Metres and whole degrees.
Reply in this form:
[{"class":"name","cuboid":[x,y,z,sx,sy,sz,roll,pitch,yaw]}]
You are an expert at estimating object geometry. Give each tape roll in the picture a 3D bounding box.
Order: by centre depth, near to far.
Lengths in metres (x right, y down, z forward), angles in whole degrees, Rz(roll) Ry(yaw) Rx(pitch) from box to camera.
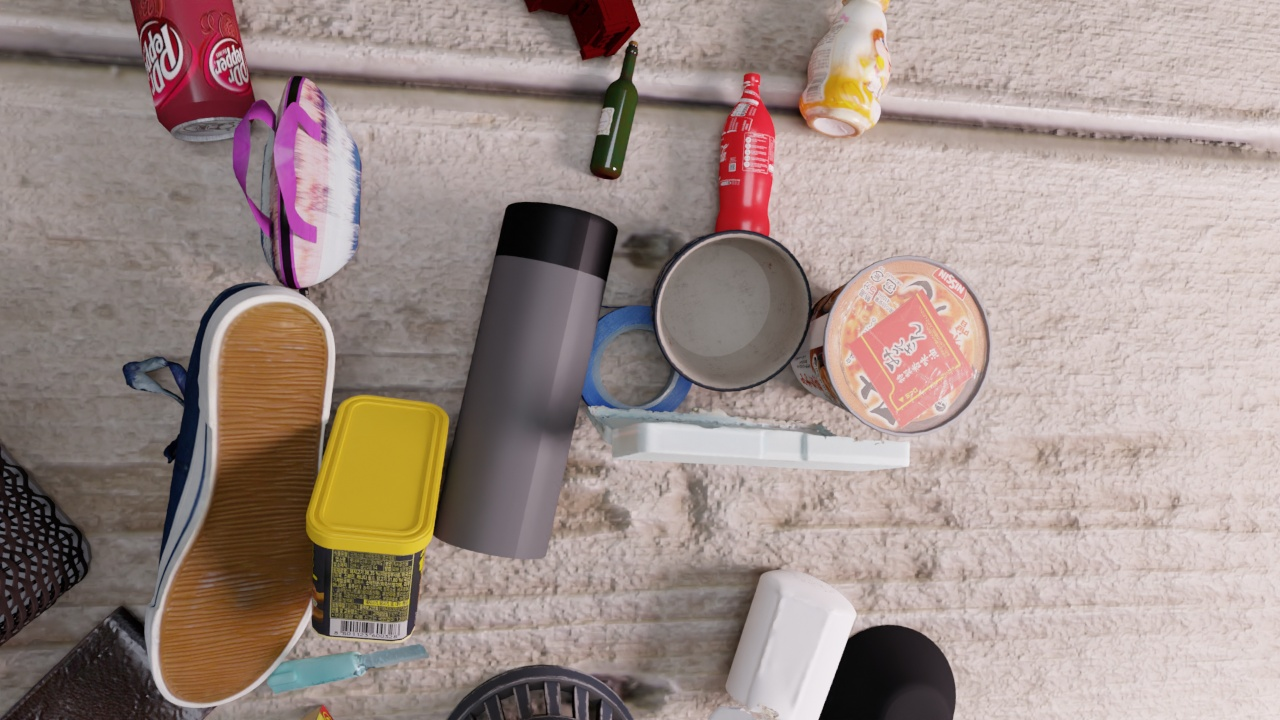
[{"class":"tape roll","cuboid":[-0.004,0.004,0.704,0.091,0.016,0.093,8,89,-11]}]

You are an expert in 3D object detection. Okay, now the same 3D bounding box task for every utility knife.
[{"class":"utility knife","cuboid":[-0.201,0.206,0.616,0.169,0.015,0.022,-20,86,34]}]

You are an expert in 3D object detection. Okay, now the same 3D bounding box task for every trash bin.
[{"class":"trash bin","cuboid":[-0.057,0.315,0.588,0.164,0.227,0.164,0,90,-11]}]

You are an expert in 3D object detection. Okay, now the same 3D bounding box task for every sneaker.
[{"class":"sneaker","cuboid":[-0.287,0.085,0.628,0.120,0.127,0.295,5,100,-37]}]

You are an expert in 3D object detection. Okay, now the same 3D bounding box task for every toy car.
[{"class":"toy car","cuboid":[-0.060,-0.307,0.664,0.061,0.070,0.170,-22,94,-22]}]

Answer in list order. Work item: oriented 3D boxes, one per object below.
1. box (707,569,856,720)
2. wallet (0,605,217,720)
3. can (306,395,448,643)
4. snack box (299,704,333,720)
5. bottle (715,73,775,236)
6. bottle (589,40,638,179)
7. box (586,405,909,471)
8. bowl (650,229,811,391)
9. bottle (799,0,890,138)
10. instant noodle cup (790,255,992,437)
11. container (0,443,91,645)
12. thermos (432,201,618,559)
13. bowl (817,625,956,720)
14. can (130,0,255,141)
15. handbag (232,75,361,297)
[{"class":"box","cuboid":[0.102,0.241,0.690,0.081,0.092,0.161,19,89,9]},{"class":"wallet","cuboid":[-0.370,0.247,0.632,0.120,0.031,0.099,-44,94,-6]},{"class":"can","cuboid":[-0.172,0.104,0.602,0.072,0.130,0.101,8,125,-11]},{"class":"snack box","cuboid":[-0.214,0.299,0.611,0.040,0.126,0.088,-32,96,-9]},{"class":"bottle","cuboid":[0.082,-0.149,0.706,0.042,0.042,0.141,4,90,-11]},{"class":"bottle","cuboid":[-0.016,-0.191,0.696,0.025,0.025,0.106,13,88,-10]},{"class":"box","cuboid":[0.071,0.057,0.645,0.197,0.136,0.043,6,90,-19]},{"class":"bowl","cuboid":[0.060,-0.040,0.671,0.115,0.059,0.115,-3,104,-11]},{"class":"bottle","cuboid":[0.163,-0.231,0.712,0.063,0.063,0.109,15,87,-10]},{"class":"instant noodle cup","cuboid":[0.172,-0.010,0.683,0.123,0.122,0.123,0,90,-11]},{"class":"container","cuboid":[-0.502,0.123,0.497,0.247,0.244,0.245,-40,97,-8]},{"class":"thermos","cuboid":[-0.081,0.013,0.656,0.082,0.082,0.240,13,88,-10]},{"class":"bowl","cuboid":[0.206,0.278,0.726,0.124,0.052,0.124,0,90,-11]},{"class":"can","cuboid":[-0.304,-0.212,0.623,0.063,0.063,0.114,-12,93,-10]},{"class":"handbag","cuboid":[-0.222,-0.115,0.585,0.068,0.170,0.144,2,90,-11]}]
